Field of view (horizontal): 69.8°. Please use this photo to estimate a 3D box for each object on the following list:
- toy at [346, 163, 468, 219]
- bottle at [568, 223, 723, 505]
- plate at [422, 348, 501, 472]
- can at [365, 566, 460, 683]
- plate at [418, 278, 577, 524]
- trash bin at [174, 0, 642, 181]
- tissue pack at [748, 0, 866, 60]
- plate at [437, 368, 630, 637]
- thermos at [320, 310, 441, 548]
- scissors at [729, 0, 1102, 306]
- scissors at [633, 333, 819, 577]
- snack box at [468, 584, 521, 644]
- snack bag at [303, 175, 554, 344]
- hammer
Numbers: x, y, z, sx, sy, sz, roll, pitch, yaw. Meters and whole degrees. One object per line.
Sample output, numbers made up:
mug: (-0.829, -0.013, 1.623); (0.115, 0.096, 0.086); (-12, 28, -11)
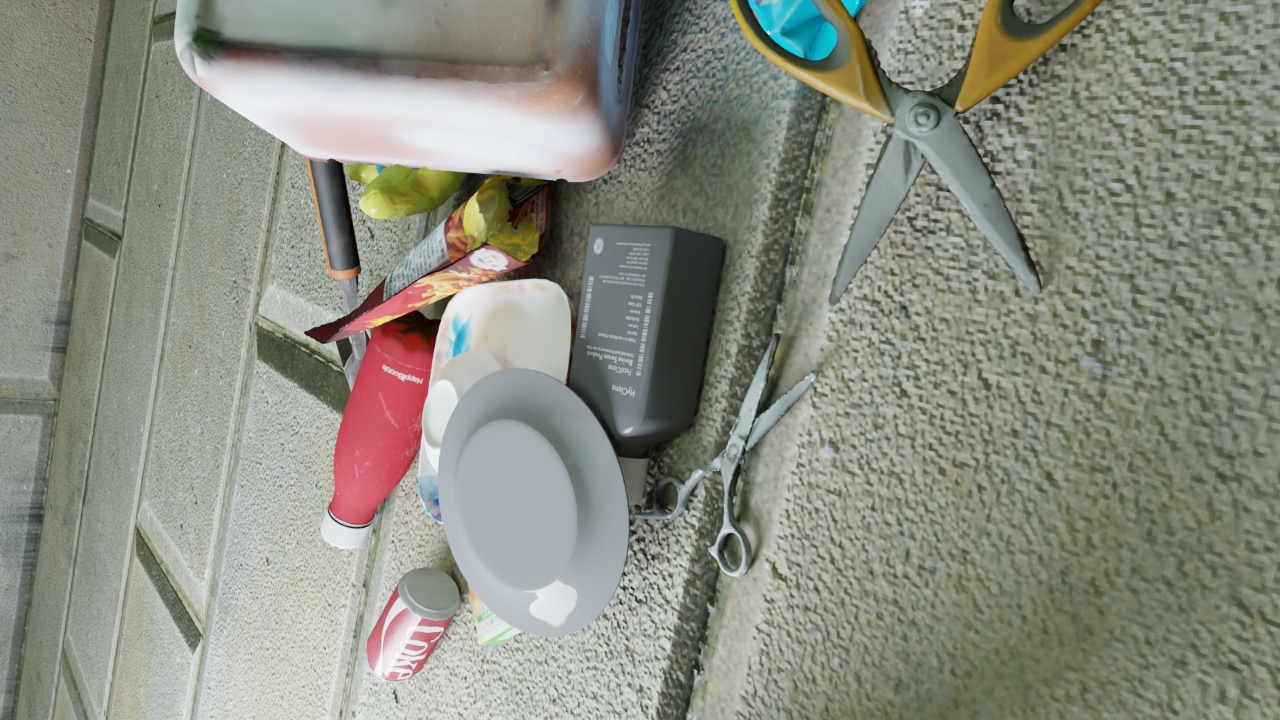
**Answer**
toy: (-0.212, -0.217, 0.824); (0.149, 0.084, 0.214); (-48, 48, 6)
bottle: (-0.003, 0.003, 0.583); (0.084, 0.046, 0.174); (12, 94, 49)
plate: (-0.137, 0.041, 0.680); (0.104, 0.026, 0.104); (-14, 72, 47)
can: (-0.192, 0.222, 0.767); (0.097, 0.054, 0.054); (-58, 47, 27)
plate: (-0.107, 0.035, 0.681); (0.187, 0.016, 0.187); (1, 83, 49)
trash bin: (-0.139, -0.226, 0.583); (0.260, 0.157, 0.181); (7, 89, 7)
tissue pack: (0.072, -0.264, 0.519); (0.117, 0.066, 0.209); (-55, 47, 28)
plate: (-0.079, 0.094, 0.603); (0.179, 0.012, 0.178); (5, 97, 39)
thermos: (-0.234, 0.071, 0.820); (0.073, 0.073, 0.240); (47, 120, 41)
scissors: (0.125, -0.136, 0.428); (0.229, 0.016, 0.225); (34, 106, 18)
scissors: (0.046, 0.054, 0.545); (0.147, 0.014, 0.141); (4, 91, 50)
snack box: (-0.094, 0.110, 0.688); (0.132, 0.027, 0.168); (-39, 57, 38)
snack bag: (-0.164, -0.080, 0.725); (0.208, 0.138, 0.066); (-20, 110, 35)
hammer: (-0.269, -0.107, 0.819); (0.137, 0.035, 0.315); (-129, 32, -48)
